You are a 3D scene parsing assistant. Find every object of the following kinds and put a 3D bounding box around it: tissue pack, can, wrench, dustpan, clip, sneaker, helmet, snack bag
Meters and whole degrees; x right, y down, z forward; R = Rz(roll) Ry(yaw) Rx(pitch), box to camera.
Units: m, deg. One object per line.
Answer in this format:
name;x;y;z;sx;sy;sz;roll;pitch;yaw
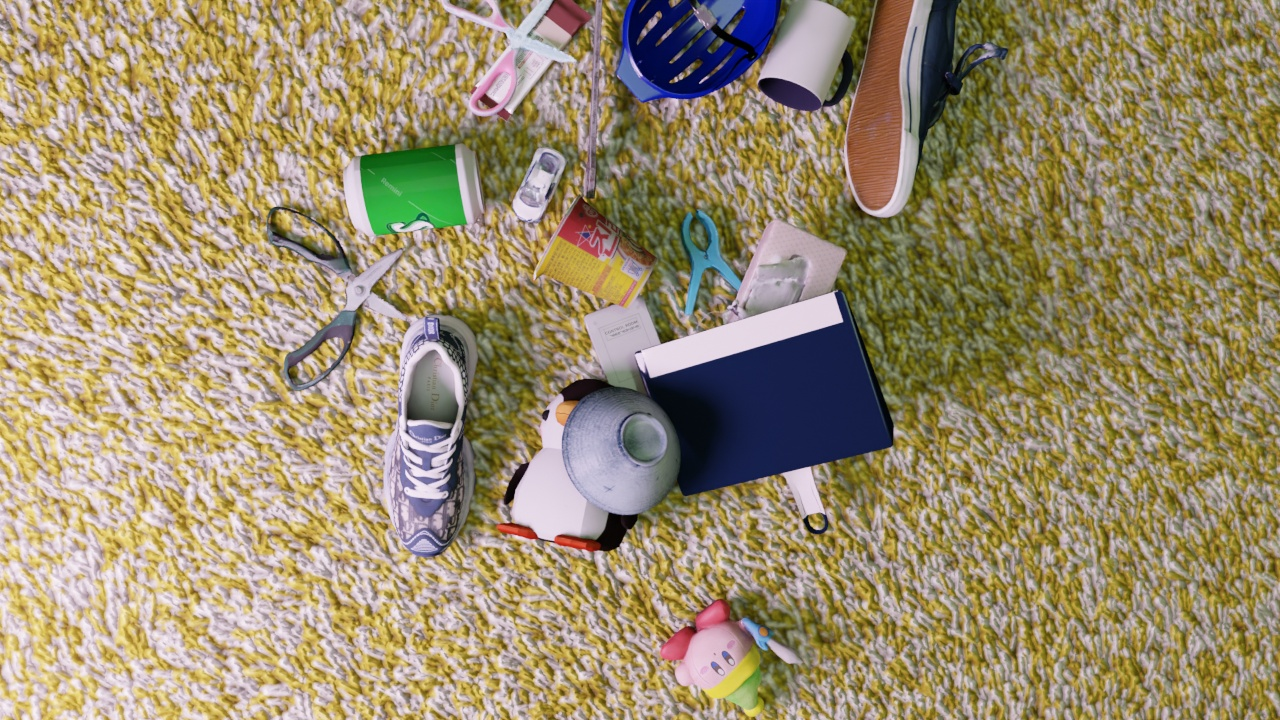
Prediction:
tissue pack;0.149;-0.059;1.014;0.104;0.071;0.181;24;91;-6
can;-0.246;-0.187;1.006;0.140;0.088;0.088;-8;91;-5
wrench;-0.051;-0.316;1.036;0.010;0.070;0.273;3;88;-7
dustpan;0.153;0.079;1.010;0.237;0.080;0.273;-17;97;20
clip;0.069;-0.116;1.069;0.097;0.026;0.116;-17;92;-8
sneaker;0.328;-0.303;1.065;0.127;0.121;0.294;13;86;-28
helmet;0.078;-0.373;0.967;0.241;0.228;0.148;-44;103;-3
snack bag;-0.126;-0.351;1.054;0.057;0.013;0.158;37;87;1
sneaker;-0.228;0.083;0.986;0.103;0.132;0.269;5;91;-8

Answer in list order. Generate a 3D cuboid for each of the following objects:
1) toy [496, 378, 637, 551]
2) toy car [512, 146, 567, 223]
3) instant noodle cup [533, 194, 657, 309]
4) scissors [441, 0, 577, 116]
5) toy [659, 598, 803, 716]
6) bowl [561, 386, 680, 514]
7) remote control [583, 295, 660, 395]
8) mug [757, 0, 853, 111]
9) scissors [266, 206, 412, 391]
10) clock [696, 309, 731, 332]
toy;-0.061;0.114;1.021;0.159;0.140;0.184;6;78;27
toy car;-0.116;-0.201;1.048;0.038;0.027;0.089;24;88;-7
instant noodle cup;-0.044;-0.115;1.019;0.112;0.100;0.100;29;87;-5
scissors;-0.159;-0.363;1.040;0.177;0.013;0.170;36;87;4
toy;0.106;0.346;1.055;0.124;0.097;0.131;-39;75;-10
bowl;-0.007;0.086;0.942;0.137;0.057;0.137;8;71;-24
remote control;-0.006;0.006;1.063;0.074;0.019;0.151;-21;91;-5
mug;0.201;-0.343;1.060;0.111;0.079;0.097;24;87;-33
scissors;-0.363;-0.080;1.032;0.205;0.015;0.201;44;87;-2
clock;0.117;-0.009;1.063;0.119;0.042;0.094;42;85;-5
